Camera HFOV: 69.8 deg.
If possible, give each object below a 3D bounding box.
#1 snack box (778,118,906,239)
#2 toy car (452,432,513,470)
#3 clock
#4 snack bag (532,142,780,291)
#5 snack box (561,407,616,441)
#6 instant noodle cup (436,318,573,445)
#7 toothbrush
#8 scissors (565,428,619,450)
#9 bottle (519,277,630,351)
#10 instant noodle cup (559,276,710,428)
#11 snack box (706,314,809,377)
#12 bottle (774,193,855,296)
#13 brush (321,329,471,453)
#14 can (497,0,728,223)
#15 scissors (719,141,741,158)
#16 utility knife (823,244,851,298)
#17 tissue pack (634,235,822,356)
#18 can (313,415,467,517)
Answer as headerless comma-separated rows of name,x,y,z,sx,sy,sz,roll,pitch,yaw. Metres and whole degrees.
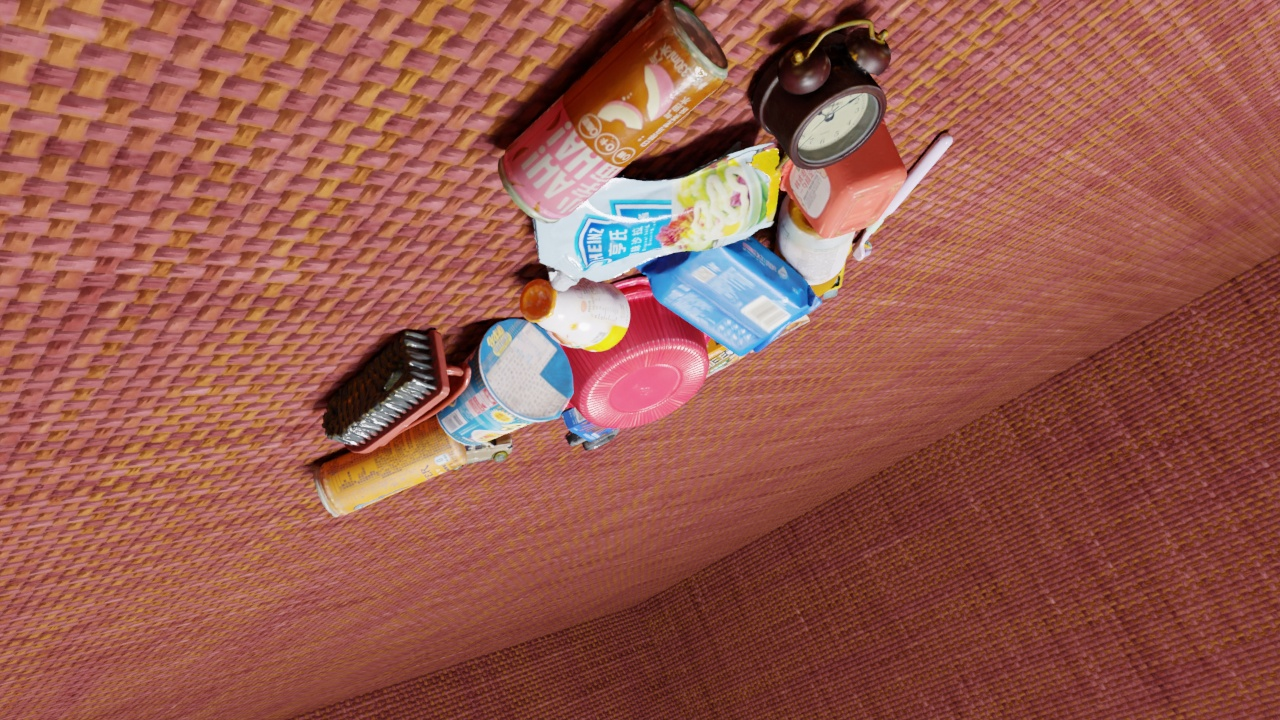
snack box,0.158,-0.149,0.726,0.082,0.080,0.091,-19,161,-15
toy car,-0.183,0.091,1.010,0.090,0.042,0.035,-5,135,-31
clock,0.125,-0.183,0.624,0.082,0.055,0.122,-18,153,-15
snack bag,0.012,-0.109,0.698,0.191,0.038,0.110,-16,155,-12
snack box,-0.012,0.050,1.131,0.157,0.026,0.084,-27,160,7
instant noodle cup,-0.132,0.029,0.839,0.099,0.099,0.110,-5,161,-45
toothbrush,0.257,-0.160,0.910,0.021,0.029,0.190,18,150,-5
scissors,-0.022,0.076,1.218,0.159,0.014,0.171,-15,157,-32
bottle,-0.056,-0.043,0.774,0.063,0.063,0.108,-33,160,23
instant noodle cup,-0.005,0.005,0.898,0.193,0.065,0.194,-16,147,-11
snack box,0.122,-0.029,1.084,0.154,0.026,0.075,-29,160,13
bottle,0.160,-0.104,0.864,0.068,0.068,0.189,-24,164,-2
brush,-0.213,0.036,0.796,0.146,0.063,0.069,-34,146,30
can,-0.019,-0.146,0.552,0.148,0.058,0.057,-35,158,28
scissors,0.026,-0.131,0.721,0.138,0.017,0.077,-40,147,28
utility knife,0.218,-0.101,1.024,0.033,0.015,0.193,-22,161,3
tissue pack,0.079,-0.069,0.826,0.157,0.052,0.095,33,131,-26
can,-0.255,0.107,0.941,0.146,0.058,0.058,-23,161,-4
